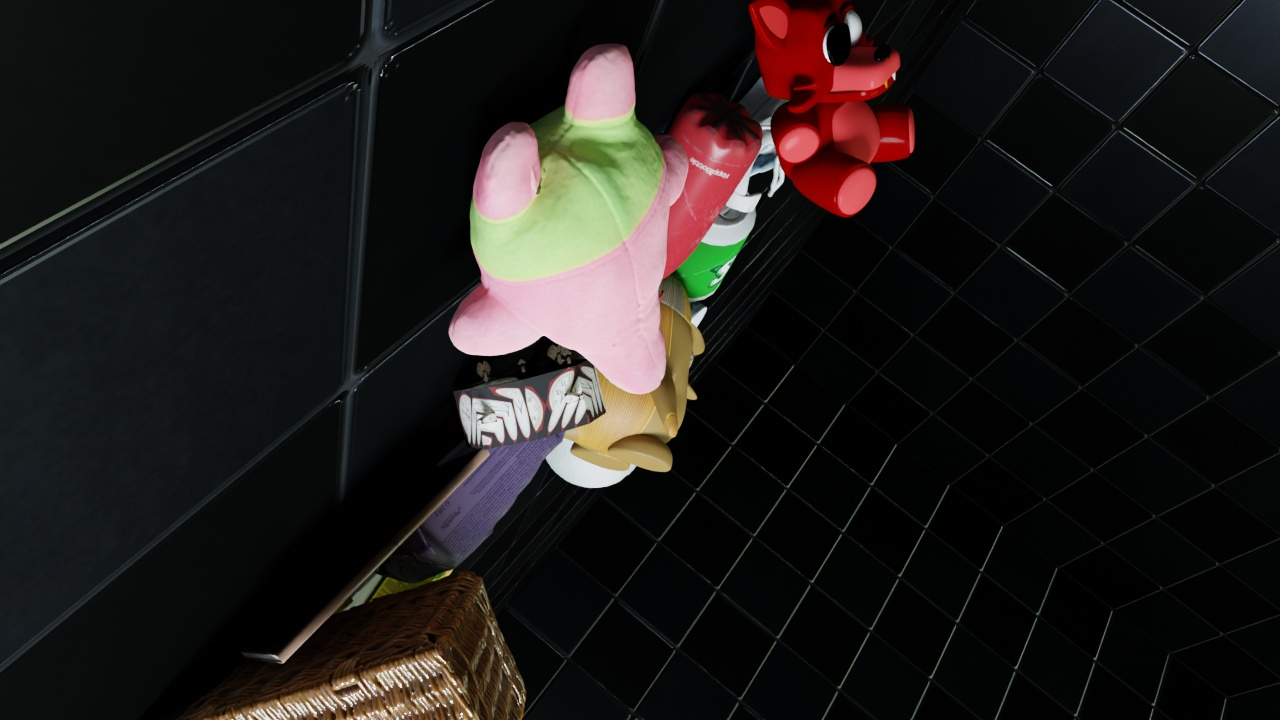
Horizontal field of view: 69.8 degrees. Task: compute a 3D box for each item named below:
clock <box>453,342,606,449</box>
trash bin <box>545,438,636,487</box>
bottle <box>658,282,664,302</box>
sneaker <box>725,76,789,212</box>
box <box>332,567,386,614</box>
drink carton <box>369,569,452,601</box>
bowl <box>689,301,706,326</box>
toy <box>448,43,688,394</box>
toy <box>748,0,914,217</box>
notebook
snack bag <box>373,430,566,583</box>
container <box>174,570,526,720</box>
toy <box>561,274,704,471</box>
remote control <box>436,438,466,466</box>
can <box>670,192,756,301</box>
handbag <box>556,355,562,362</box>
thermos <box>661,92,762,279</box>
[{"bbox_3d":[-0.093,0.024,0.756,0.114,0.065,0.155,-14,-175,-6],"label":"clock"},{"bbox_3d":[-0.050,0.063,1.110,0.133,0.133,0.162,-48,167,-27],"label":"trash bin"},{"bbox_3d":[-0.027,-0.065,0.762,0.098,0.099,0.111,-47,162,-34],"label":"bottle"},{"bbox_3d":[0.135,-0.231,0.925,0.241,0.091,0.090,-48,171,-32],"label":"sneaker"},{"bbox_3d":[-0.231,0.180,0.908,0.208,0.033,0.065,-46,169,-47],"label":"box"},{"bbox_3d":[-0.222,0.222,0.884,0.134,0.043,0.058,-54,172,5],"label":"drink carton"},{"bbox_3d":[0.014,-0.035,1.204,0.144,0.074,0.144,-51,173,-9],"label":"bowl"},{"bbox_3d":[-0.029,-0.063,0.547,0.191,0.097,0.237,-43,141,-19],"label":"toy"},{"bbox_3d":[0.164,-0.240,0.794,0.158,0.121,0.197,-45,128,-33],"label":"toy"},{"bbox_3d":[-0.217,0.151,0.721,0.208,0.008,0.142,-47,-167,-34],"label":"notebook"},{"bbox_3d":[-0.143,0.112,0.813,0.097,0.058,0.204,-29,-166,46],"label":"snack bag"},{"bbox_3d":[-0.210,0.279,0.705,0.250,0.162,0.183,-19,-171,9],"label":"container"},{"bbox_3d":[-0.006,0.005,0.954,0.199,0.162,0.203,-8,-120,52],"label":"toy"},{"bbox_3d":[-0.153,0.098,0.920,0.150,0.019,0.074,-45,145,-43],"label":"remote control"},{"bbox_3d":[0.062,-0.130,0.975,0.087,0.088,0.140,-48,172,-30],"label":"can"},{"bbox_3d":[-0.085,0.007,1.005,0.119,0.029,0.055,-54,173,-27],"label":"handbag"},{"bbox_3d":[0.022,-0.123,0.817,0.073,0.073,0.241,-44,171,-47],"label":"thermos"}]
